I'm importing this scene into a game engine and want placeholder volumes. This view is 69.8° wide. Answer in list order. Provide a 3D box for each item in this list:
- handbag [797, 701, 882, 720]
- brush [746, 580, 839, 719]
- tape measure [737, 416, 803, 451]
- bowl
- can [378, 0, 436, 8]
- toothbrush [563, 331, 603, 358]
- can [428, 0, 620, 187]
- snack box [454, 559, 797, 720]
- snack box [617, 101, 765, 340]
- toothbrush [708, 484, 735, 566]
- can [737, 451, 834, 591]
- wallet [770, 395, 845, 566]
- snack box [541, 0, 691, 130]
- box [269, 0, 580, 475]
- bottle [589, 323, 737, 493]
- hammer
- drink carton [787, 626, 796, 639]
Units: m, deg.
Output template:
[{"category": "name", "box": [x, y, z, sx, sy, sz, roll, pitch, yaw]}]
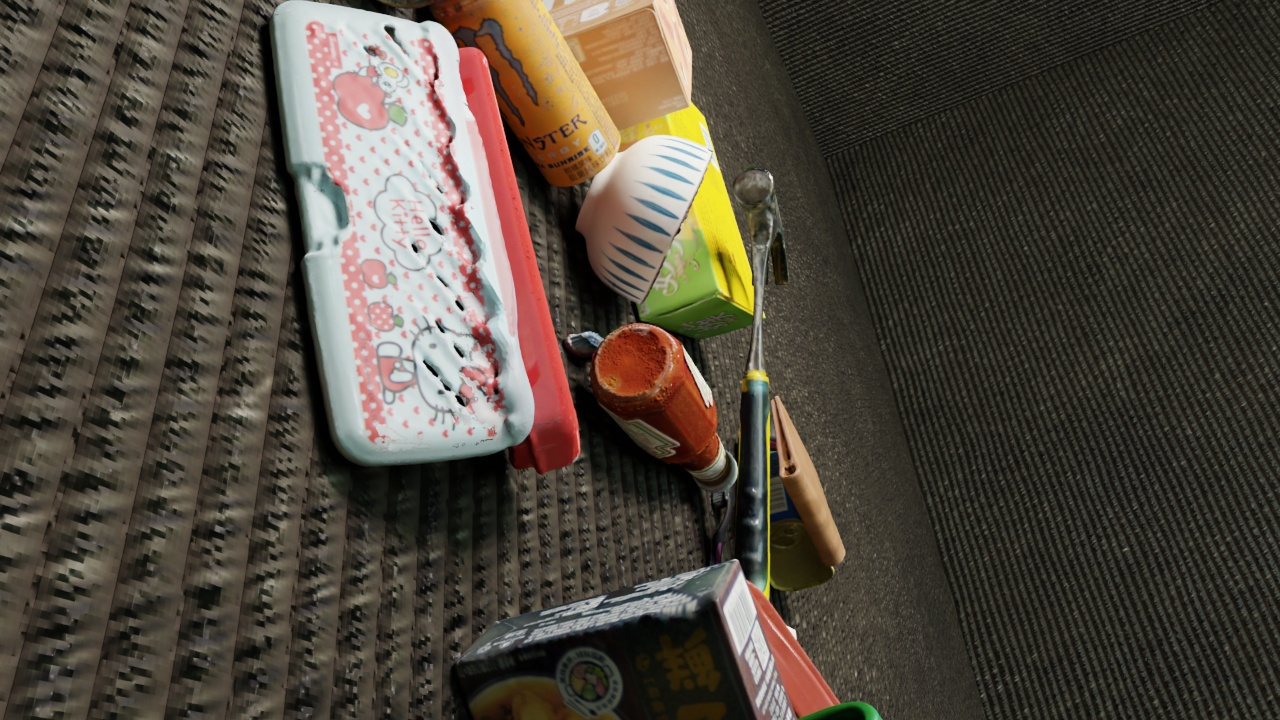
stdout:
[{"category": "handbag", "box": [0.072, 0.236, 0.451, 0.068, 0.132, 0.120, 61, 23, 1]}, {"category": "brush", "box": [0.077, 0.190, 0.550, 0.145, 0.063, 0.069, 56, -26, 16]}, {"category": "tape measure", "box": [0.118, 0.082, 0.844, 0.058, 0.057, 0.039, 30, 32, -15]}, {"category": "bowl", "box": [-0.004, -0.104, 0.630, 0.066, 0.117, 0.116, 25, 28, -3]}, {"category": "can", "box": [-0.123, -0.249, 0.485, 0.053, 0.053, 0.132, 48, 29, -50]}, {"category": "toothbrush", "box": [-0.004, 0.004, 0.635, 0.187, 0.017, 0.016, 25, 49, -64]}, {"category": "can", "box": [-0.069, -0.177, 0.562, 0.146, 0.058, 0.058, 54, 25, -41]}, {"category": "snack box", "box": [0.005, 0.153, 0.359, 0.125, 0.113, 0.053, 70, 20, -2]}, {"category": "snack box", "box": [0.029, -0.130, 0.776, 0.157, 0.070, 0.210, 14, 59, -69]}, {"category": "toothbrush", "box": [0.053, 0.147, 0.670, 0.014, 0.018, 0.188, 61, 24, -24]}, {"category": "can", "box": [0.127, 0.142, 0.813, 0.102, 0.057, 0.083, 56, 21, -39]}, {"category": "wallet", "box": [0.135, 0.097, 0.759, 0.115, 0.020, 0.101, -89, 154, -61]}, {"category": "snack box", "box": [-0.018, -0.218, 0.649, 0.094, 0.093, 0.077, -86, 156, -48]}, {"category": "box", "box": [-0.081, -0.052, 0.400, 0.154, 0.074, 0.201, 18, 54, -63]}, {"category": "bottle", "box": [0.027, 0.044, 0.621, 0.206, 0.060, 0.059, 52, 25, -58]}, {"category": "hammer", "box": [0.087, 0.031, 0.681, 0.126, 0.032, 0.323, 41, 51, -71]}, {"category": "drink carton", "box": [0.087, 0.241, 0.604, 0.045, 0.054, 0.122, 39, 37, -58]}]
